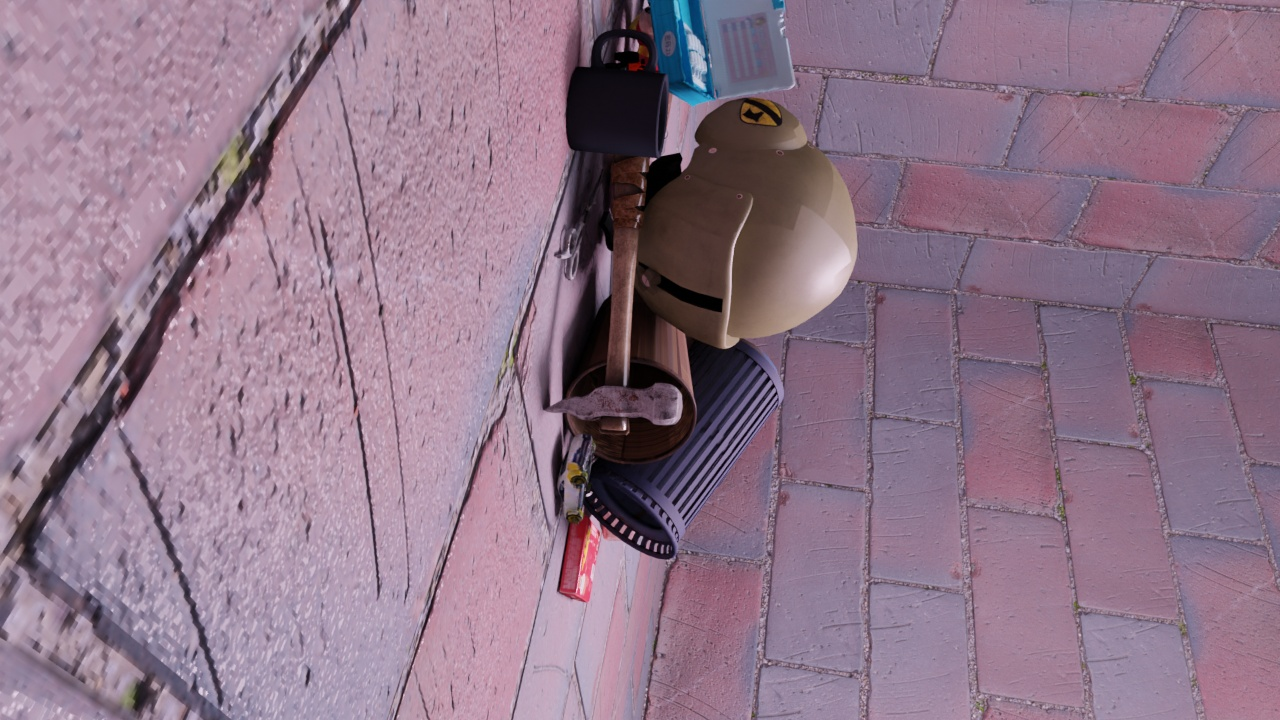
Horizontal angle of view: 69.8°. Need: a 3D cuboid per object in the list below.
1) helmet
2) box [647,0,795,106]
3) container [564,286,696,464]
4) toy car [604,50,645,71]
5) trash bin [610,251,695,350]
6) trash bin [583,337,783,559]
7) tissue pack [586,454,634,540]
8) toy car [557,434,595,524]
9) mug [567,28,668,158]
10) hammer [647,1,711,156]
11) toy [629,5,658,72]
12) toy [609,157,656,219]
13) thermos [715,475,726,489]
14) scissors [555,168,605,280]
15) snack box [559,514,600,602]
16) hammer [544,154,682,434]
[{"bbox_3d":[0.090,-0.132,0.943,0.232,0.255,0.251,-89,179,-46],"label":"helmet"},{"bbox_3d":[0.067,-0.392,0.979,0.084,0.172,0.227,-11,-93,57],"label":"box"},{"bbox_3d":[-0.005,0.006,0.979,0.167,0.132,0.132,-84,177,-55],"label":"container"},{"bbox_3d":[-0.009,-0.282,0.940,0.100,0.049,0.051,-73,168,-60],"label":"toy car"},{"bbox_3d":[0.027,-0.082,1.182,0.114,0.114,0.229,-71,166,-62],"label":"trash bin"},{"bbox_3d":[0.053,0.088,1.058,0.248,0.139,0.139,-49,157,-26],"label":"trash bin"},{"bbox_3d":[-0.035,0.128,1.151,0.104,0.071,0.181,-113,-151,-72],"label":"tissue pack"},{"bbox_3d":[-0.067,0.122,0.937,0.047,0.033,0.106,-79,177,-47],"label":"toy car"},{"bbox_3d":[-0.017,-0.232,0.794,0.071,0.077,0.105,-54,151,-77],"label":"mug"},{"bbox_3d":[0.035,-0.354,1.218,0.323,0.043,0.156,103,-27,-69],"label":"hammer"},{"bbox_3d":[0.011,-0.328,1.041,0.105,0.067,0.137,-72,175,-73],"label":"toy"},{"bbox_3d":[-0.010,-0.200,1.025,0.099,0.053,0.096,-51,160,-72],"label":"toy"},{"bbox_3d":[0.042,0.113,1.360,0.226,0.173,0.172,65,32,-67],"label":"thermos"},{"bbox_3d":[-0.053,-0.139,0.859,0.090,0.014,0.171,86,16,-65],"label":"scissors"},{"bbox_3d":[-0.070,0.236,1.085,0.133,0.021,0.089,78,19,-71],"label":"snack box"},{"bbox_3d":[-0.016,-0.092,0.840,0.049,0.121,0.318,34,60,-81],"label":"hammer"}]
